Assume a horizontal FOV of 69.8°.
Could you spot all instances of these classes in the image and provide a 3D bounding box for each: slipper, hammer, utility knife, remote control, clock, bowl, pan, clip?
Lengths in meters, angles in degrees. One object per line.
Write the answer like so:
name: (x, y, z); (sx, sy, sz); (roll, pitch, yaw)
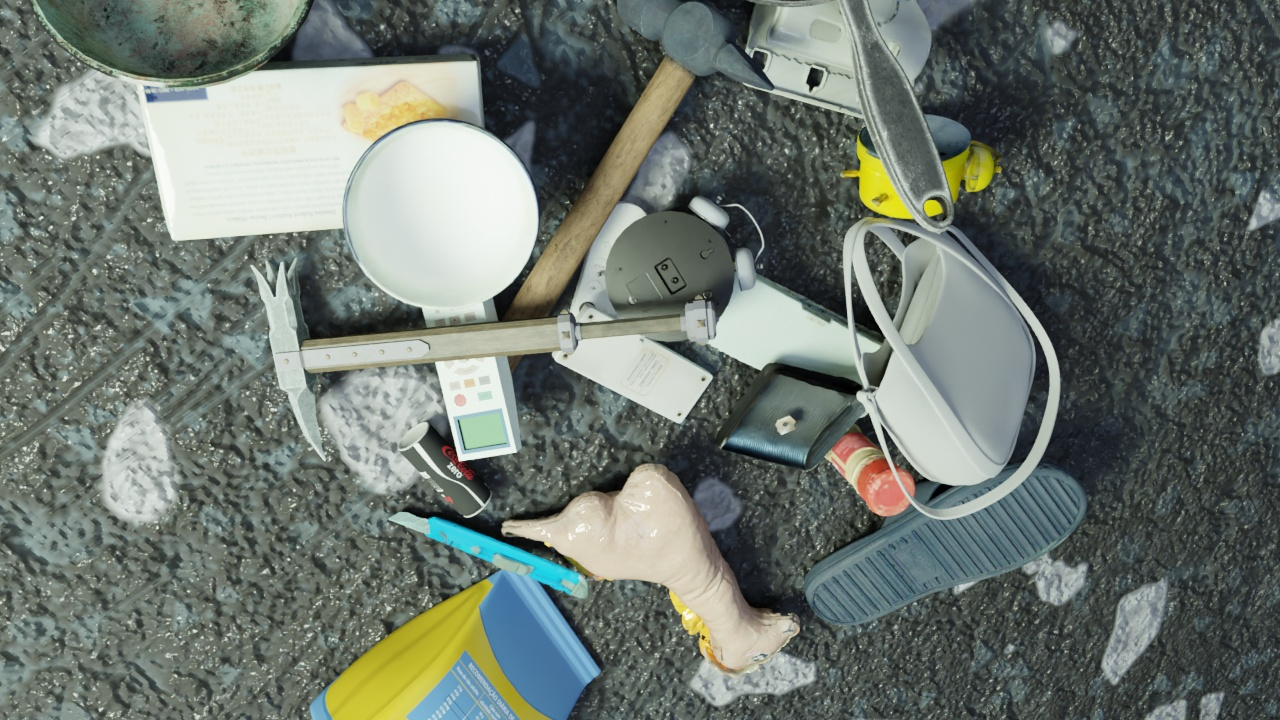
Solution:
slipper: (0.267, 0.154, 0.845); (0.264, 0.082, 0.101); (-31, 112, 19)
hammer: (-0.035, -0.106, 0.658); (0.040, 0.129, 0.322); (2, 127, -57)
utility knife: (-0.121, 0.159, 0.756); (0.178, 0.015, 0.031); (24, 124, -8)
remote control: (-0.027, -0.057, 0.716); (0.043, 0.013, 0.137); (12, 107, -19)
hammer: (-0.103, -0.011, 0.643); (0.317, 0.028, 0.147); (-5, 104, 6)
clock: (0.220, -0.154, 0.705); (0.118, 0.083, 0.057); (-16, 129, -11)
bowl: (-0.127, -0.097, 0.583); (0.118, 0.062, 0.118); (-5, 112, -13)
remote control: (-0.004, 0.004, 0.735); (0.135, 0.011, 0.050); (28, 101, -33)
remote control: (-0.124, -0.001, 0.678); (0.050, 0.024, 0.143); (-10, 95, 20)
pan: (0.132, -0.251, 0.605); (0.187, 0.055, 0.357); (-25, 90, -6)
bowl: (-0.271, -0.223, 0.543); (0.157, 0.039, 0.157); (3, 75, -10)
clip: (0.153, -0.254, 0.655); (0.126, 0.096, 0.153); (9, 118, -21)
clock: (0.033, -0.069, 0.678); (0.123, 0.035, 0.094); (-31, 94, 13)

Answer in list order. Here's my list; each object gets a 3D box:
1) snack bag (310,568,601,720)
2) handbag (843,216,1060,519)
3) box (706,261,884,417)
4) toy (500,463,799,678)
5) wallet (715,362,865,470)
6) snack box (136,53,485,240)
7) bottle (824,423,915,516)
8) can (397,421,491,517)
snack bag: (-0.144, 0.285, 0.776); (0.204, 0.102, 0.159); (-39, 117, -21)
handbag: (0.227, -0.015, 0.715); (0.222, 0.096, 0.215); (46, 54, -24)
box: (0.121, -0.017, 0.753); (0.199, 0.066, 0.083); (23, 84, -23)
toy: (0.019, 0.197, 0.807); (0.196, 0.065, 0.264); (-19, 123, 13)
wallet: (0.124, 0.047, 0.761); (0.089, 0.026, 0.115); (15, 138, -14)
snack box: (-0.208, -0.144, 0.610); (0.207, 0.057, 0.104); (-7, 113, -12)
bottle: (0.190, 0.089, 0.776); (0.044, 0.109, 0.044); (-4, 110, -11)
can: (-0.154, 0.087, 0.726); (0.031, 0.031, 0.080); (-37, 115, 1)
